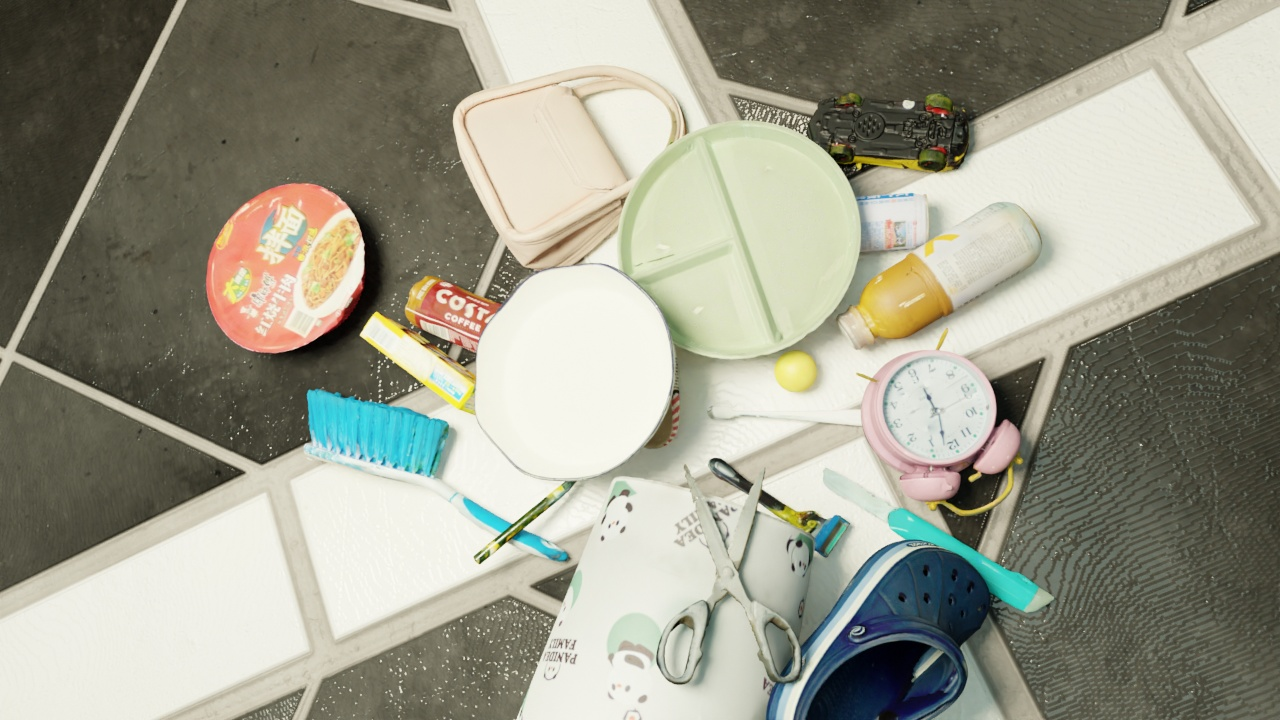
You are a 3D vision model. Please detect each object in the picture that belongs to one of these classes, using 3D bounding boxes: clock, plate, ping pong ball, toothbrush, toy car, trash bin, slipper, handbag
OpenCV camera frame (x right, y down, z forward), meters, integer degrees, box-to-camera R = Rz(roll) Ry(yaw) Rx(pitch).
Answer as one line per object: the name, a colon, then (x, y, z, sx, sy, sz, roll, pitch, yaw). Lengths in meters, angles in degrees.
clock: (0.268, 0.061, 0.816, 0.117, 0.060, 0.158, -27, 79, 2)
plate: (-0.058, 0.012, 0.852, 0.205, 0.045, 0.204, -6, 76, 23)
ping pong ball: (0.147, 0.010, 0.873, 0.040, 0.040, 0.040, -3, 77, 13)
toothbrush: (-0.085, 0.138, 0.896, 0.185, 0.012, 0.017, -38, 82, -12)
toothbrush: (0.154, 0.053, 0.877, 0.180, 0.016, 0.016, 1, 82, 12)
plate: (0.090, -0.113, 0.866, 0.230, 0.027, 0.230, -2, 82, 13)
toy car: (0.242, -0.224, 0.900, 0.156, 0.041, 0.071, 7, 79, 14)
trash bin: (0.025, 0.244, 0.764, 0.230, 0.229, 0.251, 13, 75, 16)
slipper: (0.201, 0.227, 0.717, 0.095, 0.252, 0.105, 2, 115, 53)
handbag: (-0.063, -0.221, 0.966, 0.234, 0.093, 0.193, -28, 72, -2)

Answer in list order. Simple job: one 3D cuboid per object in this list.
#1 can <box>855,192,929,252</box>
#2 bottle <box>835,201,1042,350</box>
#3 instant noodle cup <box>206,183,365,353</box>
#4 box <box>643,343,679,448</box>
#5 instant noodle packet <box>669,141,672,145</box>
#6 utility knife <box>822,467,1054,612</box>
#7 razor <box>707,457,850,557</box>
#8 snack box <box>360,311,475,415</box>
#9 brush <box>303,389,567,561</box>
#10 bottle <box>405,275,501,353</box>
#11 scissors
can: (0.206, -0.131, 0.882, 0.135, 0.053, 0.053, -2, 77, 14)
bottle: (0.271, -0.073, 0.845, 0.189, 0.068, 0.068, -32, 72, 6)
instant noodle cup: (-0.379, -0.094, 1.018, 0.194, 0.066, 0.193, -4, 76, 14)
box: (-0.003, 0.005, 0.894, 0.088, 0.076, 0.162, -13, 72, 24)
instant noodle packet: (0.074, -0.155, 0.917, 0.128, 0.044, 0.110, 13, 83, 8)
utility knife: (0.260, 0.159, 0.825, 0.222, 0.013, 0.029, 31, 88, 16)
razor: (0.123, 0.133, 0.861, 0.143, 0.022, 0.042, 31, 60, 21)
snack box: (-0.211, 0.008, 0.940, 0.140, 0.087, 0.033, 36, 88, 19)
brush: (-0.210, 0.113, 0.938, 0.315, 0.060, 0.109, 12, 86, 14)
bottle: (-0.158, -0.033, 0.951, 0.175, 0.057, 0.057, 23, 84, 18)
scissors: (0.067, 0.163, 0.680, 0.159, 0.014, 0.180, 40, 67, -1)
